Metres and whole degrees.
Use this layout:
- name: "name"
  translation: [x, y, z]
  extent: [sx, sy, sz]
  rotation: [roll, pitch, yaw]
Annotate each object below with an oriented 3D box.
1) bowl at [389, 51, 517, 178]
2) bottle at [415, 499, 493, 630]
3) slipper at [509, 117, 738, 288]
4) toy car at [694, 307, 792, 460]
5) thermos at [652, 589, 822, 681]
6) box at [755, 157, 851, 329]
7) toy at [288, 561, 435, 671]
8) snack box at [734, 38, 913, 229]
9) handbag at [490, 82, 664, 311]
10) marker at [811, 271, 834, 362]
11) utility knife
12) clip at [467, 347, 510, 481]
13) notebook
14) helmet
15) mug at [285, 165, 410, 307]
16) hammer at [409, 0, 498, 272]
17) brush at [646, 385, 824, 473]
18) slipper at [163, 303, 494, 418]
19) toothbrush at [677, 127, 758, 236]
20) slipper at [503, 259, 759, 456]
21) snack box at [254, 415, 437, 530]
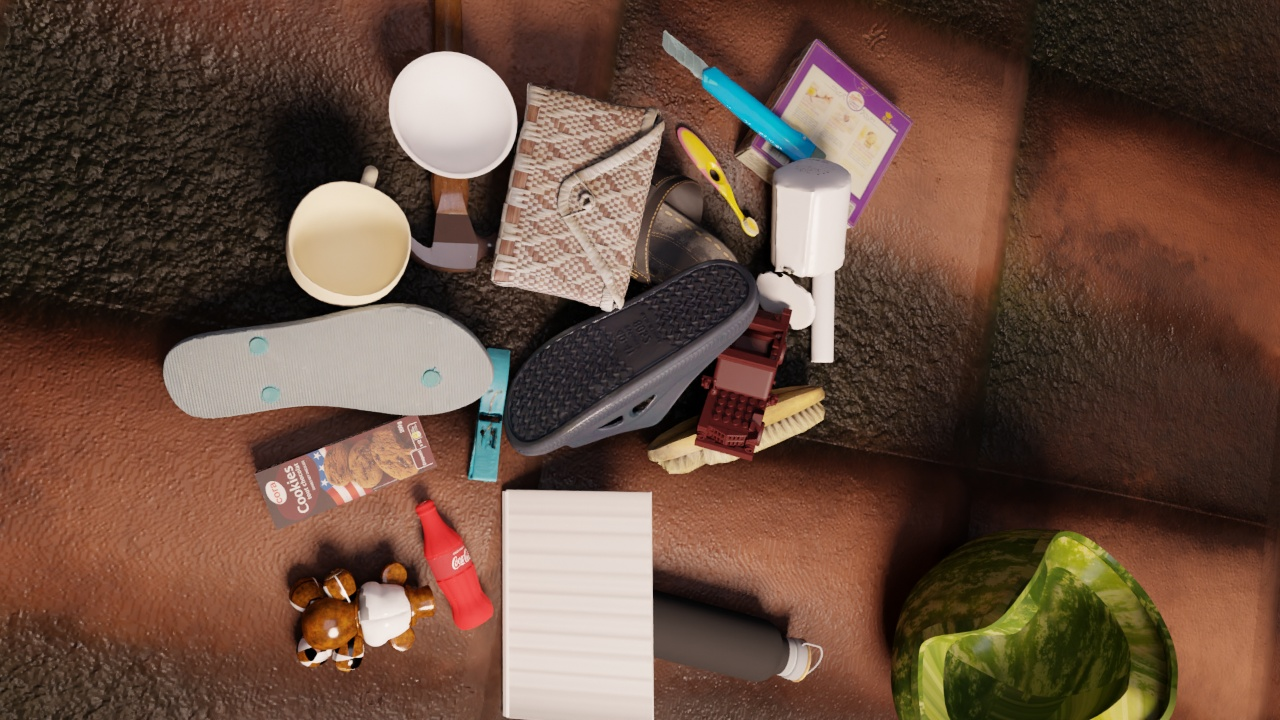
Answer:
- name: "bowl"
  translation: [-0.167, -0.210, 0.807]
  extent: [0.109, 0.041, 0.110]
  rotation: [2, 86, -23]
- name: "bottle"
  translation: [-0.171, 0.182, 0.825]
  extent: [0.036, 0.036, 0.119]
  rotation: [-25, 96, -19]
- name: "slipper"
  translation: [-0.007, -0.140, 0.875]
  extent: [0.268, 0.076, 0.113]
  rotation: [35, 77, -15]
- name: "toy car"
  translation: [0.102, 0.007, 0.877]
  extent: [0.070, 0.062, 0.169]
  rotation: [15, 54, 9]
- name: "thermos"
  translation: [0.075, 0.272, 0.895]
  extent: [0.231, 0.061, 0.061]
  rotation: [19, 81, -18]
- name: "box"
  translation: [0.163, -0.114, 0.923]
  extent: [0.092, 0.083, 0.166]
  rotation: [-40, 137, -44]
- name: "toy"
  translation: [-0.237, 0.219, 0.790]
  extent: [0.112, 0.067, 0.087]
  rotation: [-7, 90, -29]
- name: "snack box"
  translation: [0.195, -0.235, 0.969]
  extent: [0.143, 0.041, 0.147]
  rotation: [35, 77, -15]
- name: "handbag"
  translation: [-0.057, -0.145, 0.817]
  extent: [0.124, 0.047, 0.186]
  rotation: [13, 98, 0]
- name: "marker"
  translation: [0.194, -0.065, 0.972]
  extent: [0.027, 0.023, 0.133]
  rotation: [4, 86, -41]
- name: "utility knife"
  translation: [0.101, -0.256, 0.909]
  extent: [0.205, 0.015, 0.031]
  rotation: [36, 77, -15]
- name: "clip"
  translation: [-0.133, 0.048, 0.816]
  extent: [0.028, 0.114, 0.127]
  rotation: [9, 71, -15]
- name: "notebook"
  translation: [-0.059, 0.224, 0.837]
  extent: [0.143, 0.009, 0.209]
  rotation: [-1, 88, 15]
- name: "helmet"
  translation: [0.366, 0.287, 0.905]
  extent: [0.213, 0.248, 0.242]
  rotation: [40, 34, 4]
- name: "mug"
  translation: [-0.245, -0.104, 0.777]
  extent: [0.096, 0.100, 0.120]
  rotation: [17, 80, -19]
- name: "hammer"
  translation: [-0.178, -0.243, 0.844]
  extent: [0.115, 0.033, 0.323]
  rotation: [0, 87, -21]
- name: "brush"
  translation: [0.098, 0.068, 0.914]
  extent: [0.195, 0.059, 0.043]
  rotation: [-19, 103, -17]
- name: "slipper"
  translation: [-0.261, -0.004, 0.785]
  extent: [0.268, 0.054, 0.098]
  rotation: [-2, 112, -7]
- name: "toothbrush"
  translation: [0.080, -0.183, 0.940]
  extent: [0.021, 0.016, 0.135]
  rotation: [-40, 101, -12]
- name: "slipper"
  translation: [-0.005, 0.005, 0.859]
  extent: [0.268, 0.110, 0.083]
  rotation: [-32, 141, -1]
- name: "snack box"
  translation: [-0.256, 0.095, 0.801]
  extent: [0.140, 0.032, 0.051]
  rotation: [-21, 95, -19]
